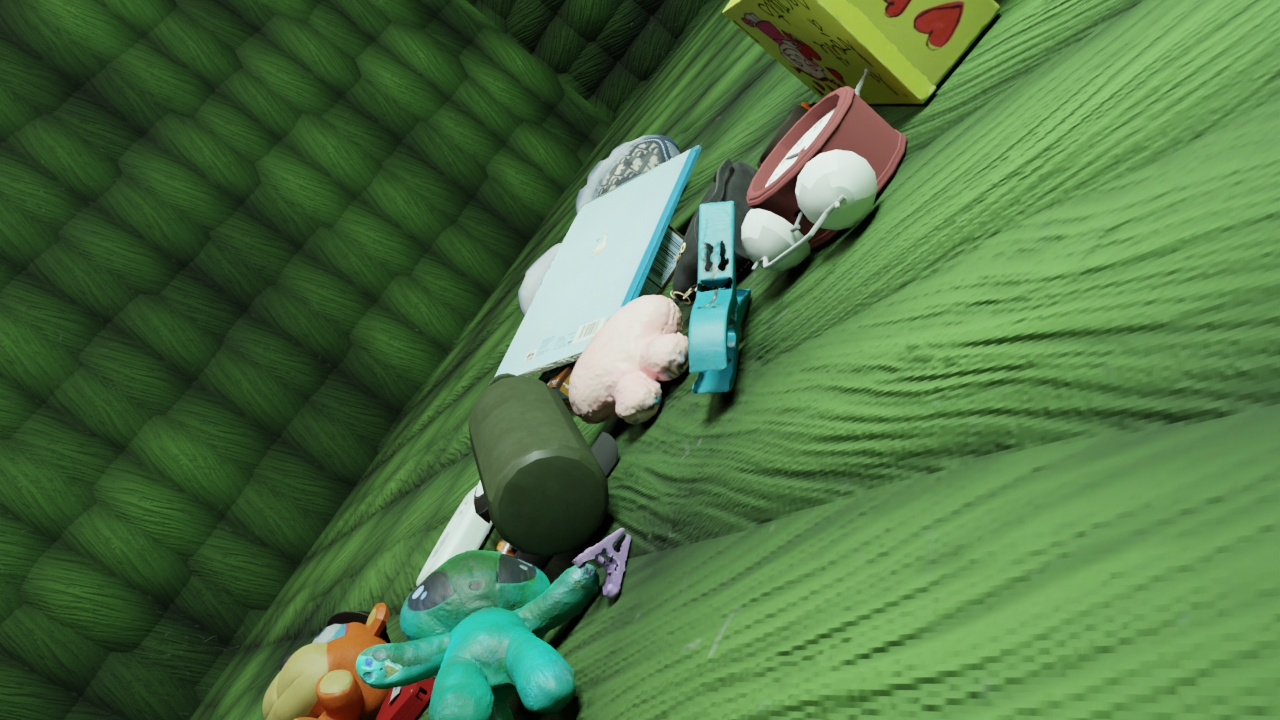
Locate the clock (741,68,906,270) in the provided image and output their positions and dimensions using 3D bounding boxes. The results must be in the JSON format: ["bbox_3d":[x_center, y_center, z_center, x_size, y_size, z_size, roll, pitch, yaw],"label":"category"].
[{"bbox_3d":[0.107,-0.108,0.550,0.096,0.048,0.137,-36,20,51],"label":"clock"}]

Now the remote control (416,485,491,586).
[{"bbox_3d":[-0.156,0.156,0.803,0.060,0.028,0.114,-39,19,44],"label":"remote control"}]

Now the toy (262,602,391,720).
[{"bbox_3d":[-0.230,0.256,0.684,0.112,0.096,0.175,-52,1,21],"label":"toy"}]

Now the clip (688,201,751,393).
[{"bbox_3d":[0.044,-0.037,0.533,0.027,0.103,0.119,-5,46,17],"label":"clip"}]

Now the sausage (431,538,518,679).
[{"bbox_3d":[-0.105,0.155,0.651,0.020,0.020,0.155,-32,25,57],"label":"sausage"}]

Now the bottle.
[{"bbox_3d":[-0.078,0.054,0.620,0.071,0.071,0.207,-52,23,4],"label":"bottle"}]

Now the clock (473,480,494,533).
[{"bbox_3d":[-0.099,0.091,0.746,0.091,0.044,0.123,-52,13,4],"label":"clock"}]

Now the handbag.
[{"bbox_3d":[0.055,-0.095,0.687,0.079,0.054,0.128,-46,16,43],"label":"handbag"}]

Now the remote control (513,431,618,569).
[{"bbox_3d":[-0.061,0.113,0.619,0.146,0.015,0.033,-54,13,-7],"label":"remote control"}]

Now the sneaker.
[{"bbox_3d":[-0.020,-0.141,1.020,0.269,0.103,0.132,-56,28,-13],"label":"sneaker"}]

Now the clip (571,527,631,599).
[{"bbox_3d":[-0.015,0.108,0.482,0.014,0.045,0.050,-46,-28,22],"label":"clip"}]

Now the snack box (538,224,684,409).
[{"bbox_3d":[-0.030,-0.038,0.870,0.185,0.031,0.101,-56,14,-15],"label":"snack box"}]

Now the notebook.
[{"bbox_3d":[-0.042,-0.091,0.882,0.182,0.009,0.252,-17,40,45],"label":"notebook"}]

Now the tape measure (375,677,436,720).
[{"bbox_3d":[-0.168,0.240,0.647,0.059,0.019,0.051,-51,13,8],"label":"tape measure"}]

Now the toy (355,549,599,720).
[{"bbox_3d":[-0.083,0.150,0.496,0.130,0.072,0.193,-15,11,-12],"label":"toy"}]

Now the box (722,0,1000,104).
[{"bbox_3d":[0.139,-0.242,0.633,0.080,0.124,0.220,-50,15,12],"label":"box"}]

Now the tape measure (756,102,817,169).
[{"bbox_3d":[0.119,-0.161,0.680,0.058,0.038,0.059,-54,-1,-7],"label":"tape measure"}]

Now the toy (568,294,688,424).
[{"bbox_3d":[-0.004,0.004,0.645,0.108,0.053,0.105,-52,28,-3],"label":"toy"}]
